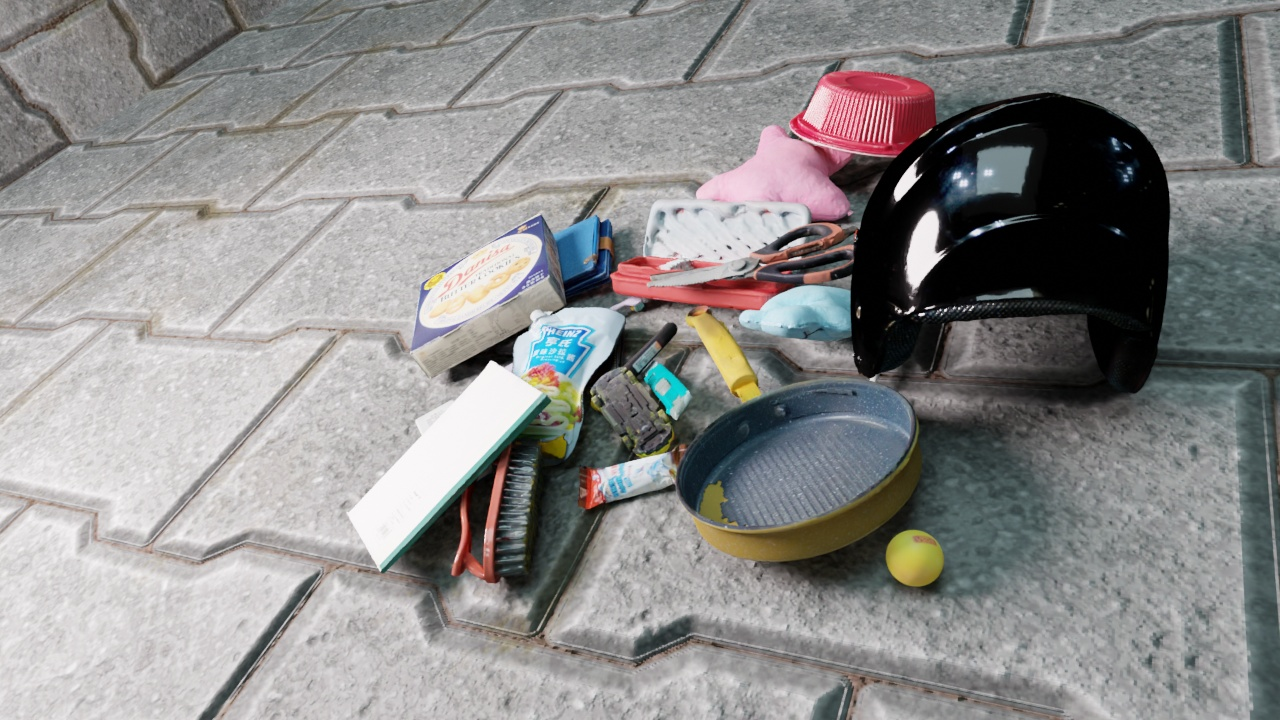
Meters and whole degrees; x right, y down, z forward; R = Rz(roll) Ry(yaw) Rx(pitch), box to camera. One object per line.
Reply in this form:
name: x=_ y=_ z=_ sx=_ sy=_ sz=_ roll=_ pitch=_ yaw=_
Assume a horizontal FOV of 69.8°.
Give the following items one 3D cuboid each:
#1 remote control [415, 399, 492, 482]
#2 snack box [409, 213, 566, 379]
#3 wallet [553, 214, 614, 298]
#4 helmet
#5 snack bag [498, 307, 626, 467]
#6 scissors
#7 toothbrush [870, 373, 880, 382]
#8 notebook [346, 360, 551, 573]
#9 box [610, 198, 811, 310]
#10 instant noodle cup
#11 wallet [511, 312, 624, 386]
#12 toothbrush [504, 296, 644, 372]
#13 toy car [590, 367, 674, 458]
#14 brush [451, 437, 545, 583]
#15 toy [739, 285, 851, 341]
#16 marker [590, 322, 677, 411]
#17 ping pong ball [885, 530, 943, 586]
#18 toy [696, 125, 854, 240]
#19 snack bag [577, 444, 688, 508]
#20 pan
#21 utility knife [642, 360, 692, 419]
remote control: x=-0.192 y=0.085 z=0.935 sx=0.049 sy=0.024 sz=0.125 roll=-29 pitch=37 yaw=-12
snack box: x=-0.179 y=-0.079 z=1.078 sx=0.178 sy=0.046 sz=0.182 roll=-28 pitch=32 yaw=8
wallet: x=-0.084 y=-0.123 z=1.130 sx=0.106 sy=0.040 sz=0.132 roll=-20 pitch=36 yaw=15
helmet: x=0.295 y=-0.094 z=0.746 sx=0.233 sy=0.230 sz=0.274 roll=5 pitch=11 yaw=4
snack bag: x=-0.090 y=0.018 z=0.931 sx=0.110 sy=0.039 sz=0.190 roll=-1 pitch=51 yaw=25
scissors: x=0.116 y=-0.104 z=0.934 sx=0.207 sy=0.015 sz=0.191 roll=24 pitch=57 yaw=39
toothbrush: x=0.238 y=-0.031 z=0.872 sx=0.027 sy=0.027 sz=0.223 roll=-9 pitch=36 yaw=37
notebook: x=-0.185 y=0.092 z=0.864 sx=0.209 sy=0.012 sz=0.150 roll=-47 pitch=28 yaw=-11
box: x=0.079 y=-0.113 z=1.012 sx=0.201 sy=0.074 sz=0.154 roll=9 pitch=56 yaw=31
instant noodle cup: x=0.278 y=-0.302 z=1.103 sx=0.194 sy=0.066 sz=0.193 roll=2 pitch=29 yaw=-1
wallet: x=-0.078 y=-0.007 z=0.983 sx=0.122 sy=0.020 sz=0.096 roll=-9 pitch=47 yaw=11
toothbrush: x=-0.081 y=-0.023 z=1.021 sx=0.189 sy=0.021 sz=0.029 roll=-30 pitch=0 yaw=-9
toy car: x=-0.007 y=0.051 z=0.874 sx=0.048 sy=0.032 sz=0.105 roll=-37 pitch=53 yaw=-4
brush: x=-0.126 y=0.134 z=0.810 sx=0.069 sy=0.063 sz=0.145 roll=0 pitch=40 yaw=2
toy: x=0.161 y=-0.043 z=0.871 sx=0.161 sy=0.050 sz=0.156 roll=-2 pitch=13 yaw=-15
marker: x=-0.006 y=0.005 z=0.936 sx=0.123 sy=0.018 sz=0.015 roll=-46 pitch=23 yaw=-15
ping pong ball: x=0.198 y=0.143 z=0.664 sx=0.040 sy=0.040 sz=0.040 roll=-13 pitch=38 yaw=10
toy: x=0.167 y=-0.200 z=1.079 sx=0.179 sy=0.075 sz=0.194 roll=30 pitch=64 yaw=33
snack bag: x=-0.005 y=0.104 z=0.821 sx=0.104 sy=0.026 sz=0.048 roll=-13 pitch=52 yaw=12
pan: x=0.104 y=0.040 z=0.803 sx=0.197 sy=0.078 sz=0.357 roll=-24 pitch=24 yaw=-2
utility knife: x=0.021 y=0.023 z=0.871 sx=0.029 sy=0.013 sz=0.179 roll=-47 pitch=15 yaw=1
